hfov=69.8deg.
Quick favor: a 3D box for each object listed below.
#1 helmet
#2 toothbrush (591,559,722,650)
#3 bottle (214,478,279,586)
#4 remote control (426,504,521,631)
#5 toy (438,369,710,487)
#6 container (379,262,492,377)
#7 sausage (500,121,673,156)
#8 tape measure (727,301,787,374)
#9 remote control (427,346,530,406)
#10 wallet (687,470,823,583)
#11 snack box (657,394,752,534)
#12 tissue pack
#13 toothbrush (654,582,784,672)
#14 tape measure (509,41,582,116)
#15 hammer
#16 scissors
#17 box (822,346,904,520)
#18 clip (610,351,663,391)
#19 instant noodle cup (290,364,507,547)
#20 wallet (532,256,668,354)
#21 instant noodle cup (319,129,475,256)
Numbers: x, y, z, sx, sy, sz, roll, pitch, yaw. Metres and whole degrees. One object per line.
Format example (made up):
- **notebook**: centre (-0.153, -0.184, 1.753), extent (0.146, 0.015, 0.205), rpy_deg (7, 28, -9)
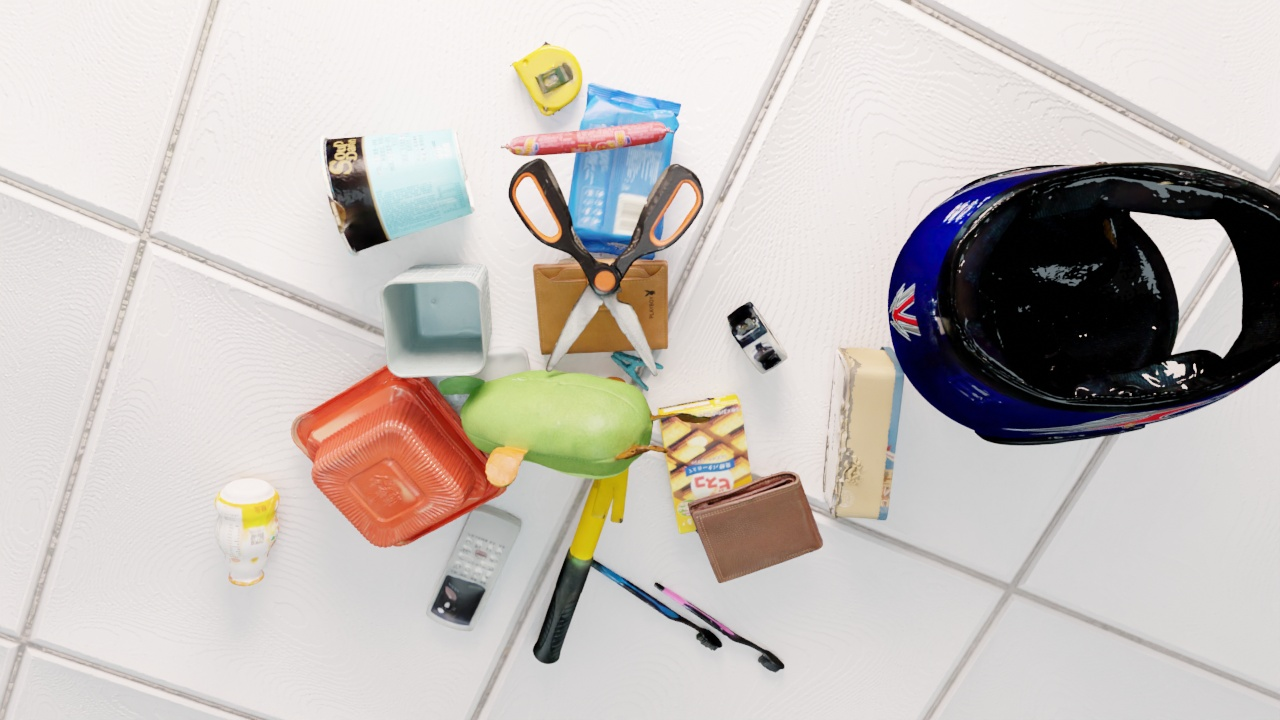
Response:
- **helmet**: centre (0.383, -0.051, 0.822), extent (0.316, 0.240, 0.247), rpy_deg (-5, 86, 8)
- **toothbrush**: centre (0.016, 0.277, 1.036), extent (0.189, 0.014, 0.016), rpy_deg (35, 127, -12)
- **bottle**: centre (-0.412, 0.181, 0.961), extent (0.063, 0.063, 0.108), rpy_deg (7, 107, -5)
- **remote control**: centre (-0.184, 0.230, 1.008), extent (0.058, 0.021, 0.150), rpy_deg (23, 105, -9)
- **toy**: centre (-0.066, 0.059, 0.861), extent (0.247, 0.226, 0.090), rpy_deg (8, 111, 26)
- **container**: centre (-0.187, -0.044, 0.873), extent (0.090, 0.111, 0.090), rpy_deg (-1, 107, -1)
- **sausage**: centre (-0.048, -0.197, 0.822), extent (0.156, 0.020, 0.020), rpy_deg (-6, 108, 0)
- **tape measure**: centre (0.117, -0.020, 0.916), extent (0.034, 0.065, 0.066), rpy_deg (-34, 104, 12)
- **remote control**: centre (-0.180, 0.018, 0.940), extent (0.136, 0.020, 0.056), rpy_deg (-6, 109, -1)
- **wallet**: centre (0.122, 0.176, 0.967), extent (0.124, 0.032, 0.101), rpy_deg (-19, 116, 5)
- **snack box**: centre (0.071, 0.111, 0.974), extent (0.087, 0.033, 0.140), rpy_deg (-10, 110, 0)
- **tissue pack**: centre (-0.019, -0.176, 0.868), extent (0.095, 0.052, 0.157), rpy_deg (7, 107, -7)
- **toothbrush**: centre (0.089, 0.306, 1.048), extent (0.189, 0.014, 0.018), rpy_deg (35, 115, -12)
- **tape measure**: centre (-0.082, -0.262, 0.850), extent (0.057, 0.029, 0.060), rpy_deg (-30, 107, 6)
- **hammer**: centre (-0.064, 0.206, 0.972), extent (0.033, 0.128, 0.301), rpy_deg (14, 117, -10)
- **scissors**: centre (-0.031, -0.095, 0.843), extent (0.221, 0.021, 0.234), rpy_deg (-39, 99, 4)
- **box**: centre (0.226, 0.068, 0.938), extent (0.061, 0.089, 0.184), rpy_deg (5, 109, 3)
- **clip**: centre (-0.006, 0.006, 0.948), extent (0.054, 0.013, 0.034), rpy_deg (32, 103, -14)
- **instant noodle cup**: centre (-0.249, 0.109, 0.929), extent (0.165, 0.079, 0.189), rpy_deg (-30, 111, 15)
- **wallet**: centre (-0.037, -0.053, 0.907), extent (0.132, 0.031, 0.108), rpy_deg (-2, 126, -2)
- **instant noodle cup**: centre (-0.218, -0.161, 0.843), extent (0.120, 0.111, 0.111), rpy_deg (-12, 108, -6)
